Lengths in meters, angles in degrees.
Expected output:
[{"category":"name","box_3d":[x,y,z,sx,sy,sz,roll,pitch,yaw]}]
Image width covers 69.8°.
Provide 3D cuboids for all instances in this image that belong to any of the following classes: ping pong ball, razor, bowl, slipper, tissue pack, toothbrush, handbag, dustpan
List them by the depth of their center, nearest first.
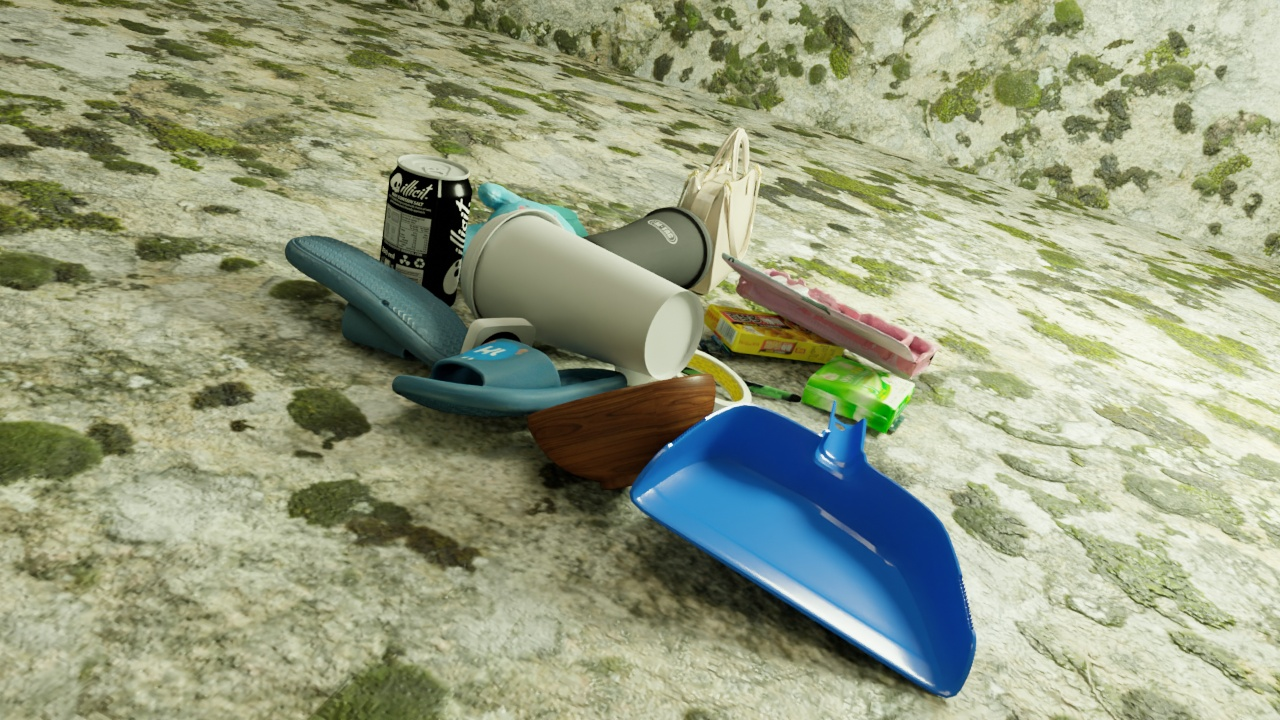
[{"category":"bowl","box_3d":[-0.008,0.061,0.703,0.147,0.069,0.147,-13,-6,-2]},{"category":"dustpan","box_3d":[0.139,0.099,0.704,0.245,0.060,0.257,31,21,5]},{"category":"slipper","box_3d":[-0.099,0.014,0.763,0.213,0.059,0.104,-2,8,-41]},{"category":"slipper","box_3d":[-0.241,-0.049,0.852,0.214,0.059,0.103,35,20,15]},{"category":"ping pong ball","box_3d":[-0.005,0.005,0.882,0.040,0.040,0.040,12,24,-6]},{"category":"toothbrush","box_3d":[0.073,0.015,0.937,0.188,0.014,0.017,15,16,1]},{"category":"tissue pack","box_3d":[0.231,0.034,0.961,0.099,0.034,0.113,23,24,22]},{"category":"razor","box_3d":[0.036,-0.034,1.020,0.141,0.018,0.044,25,-8,29]},{"category":"bowl","box_3d":[-0.113,-0.173,1.202,0.121,0.046,0.121,12,24,-6]},{"category":"handbag","box_3d":[0.103,-0.208,1.210,0.101,0.198,0.194,21,25,13]}]

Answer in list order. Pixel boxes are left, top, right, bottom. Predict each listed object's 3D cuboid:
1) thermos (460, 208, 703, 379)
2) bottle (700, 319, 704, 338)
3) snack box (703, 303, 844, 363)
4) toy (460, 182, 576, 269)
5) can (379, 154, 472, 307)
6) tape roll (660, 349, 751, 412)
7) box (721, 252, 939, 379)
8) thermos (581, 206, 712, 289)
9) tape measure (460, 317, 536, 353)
[{"category":"thermos","box_3d":[-0.053,-0.057,0.855,0.222,0.132,0.131,23,25,35]},{"category":"bottle","box_3d":[0.011,-0.041,0.947,0.108,0.060,0.060,9,22,-40]},{"category":"snack box","box_3d":[0.153,-0.029,1.048,0.152,0.025,0.075,7,25,-29]},{"category":"toy","box_3d":[-0.161,-0.142,1.041,0.180,0.115,0.183,-1,7,-20]},{"category":"can","box_3d":[-0.216,-0.124,0.916,0.080,0.146,0.080,12,24,-6]},{"category":"tape roll","box_3d":[0.062,0.022,0.882,0.094,0.019,0.094,24,25,-12]},{"category":"box","box_3d":[0.209,-0.049,1.038,0.233,0.051,0.180,31,13,26]},{"category":"thermos","box_3d":[-0.005,-0.117,1.058,0.106,0.106,0.218,25,24,22]},{"category":"tape measure","box_3d":[-0.127,-0.006,0.813,0.064,0.064,0.017,1,27,-42]}]
